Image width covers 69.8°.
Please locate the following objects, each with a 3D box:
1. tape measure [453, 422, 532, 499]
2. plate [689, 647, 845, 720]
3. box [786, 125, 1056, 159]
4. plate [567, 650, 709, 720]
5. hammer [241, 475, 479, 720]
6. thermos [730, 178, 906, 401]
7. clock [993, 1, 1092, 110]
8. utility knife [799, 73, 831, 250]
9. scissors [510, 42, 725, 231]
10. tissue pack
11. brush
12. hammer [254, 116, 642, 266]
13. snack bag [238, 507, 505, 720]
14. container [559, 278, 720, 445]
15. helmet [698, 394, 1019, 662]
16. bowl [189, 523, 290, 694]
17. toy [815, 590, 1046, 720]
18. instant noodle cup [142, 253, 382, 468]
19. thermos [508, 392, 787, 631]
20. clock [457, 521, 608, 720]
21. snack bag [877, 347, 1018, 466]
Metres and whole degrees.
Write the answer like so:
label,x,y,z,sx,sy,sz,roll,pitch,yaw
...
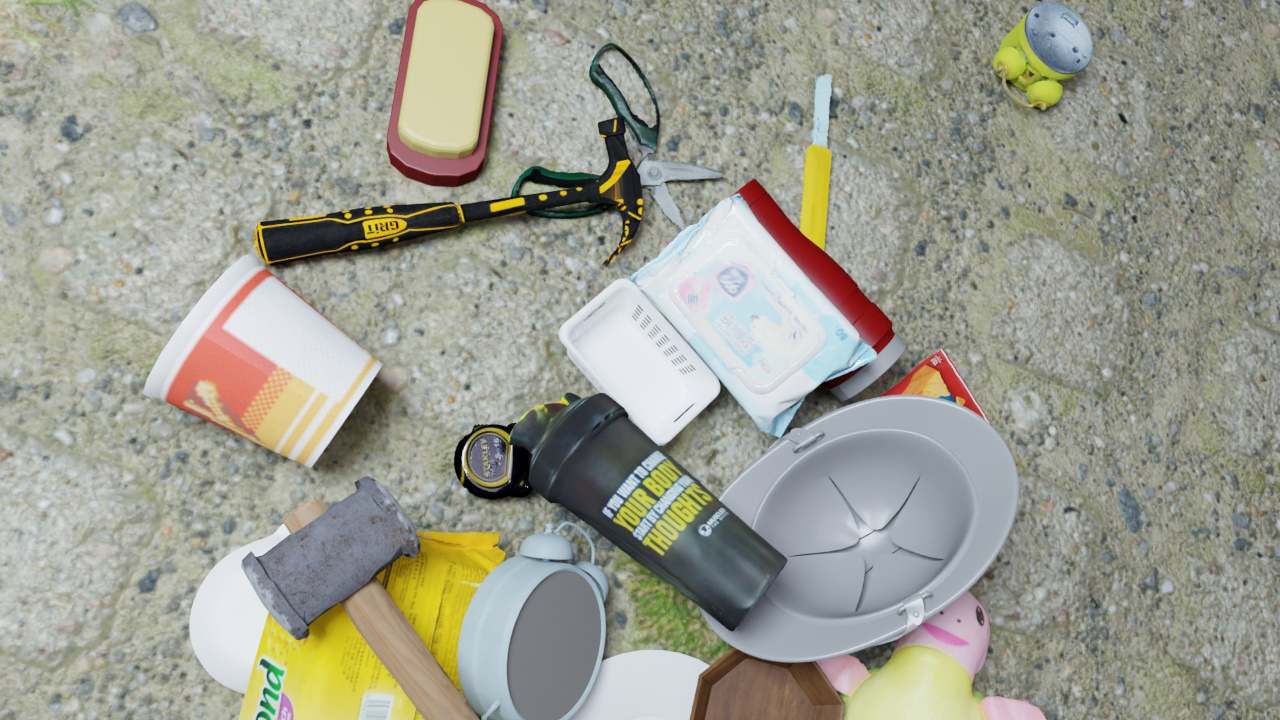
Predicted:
label,x,y,z,sx,sy,sz,roll,pitch,yaw
tape measure,-0.119,0.081,0.737,0.061,0.034,0.061,0,77,-18
plate,0.097,0.288,0.733,0.131,0.025,0.131,3,77,-11
box,0.183,-0.355,0.814,0.214,0.171,0.477,2,40,-14
plate,0.006,0.337,0.725,0.208,0.015,0.208,3,77,-14
hammer,-0.123,0.227,0.587,0.097,0.052,0.328,-36,97,-25
thermos,0.131,-0.054,0.808,0.107,0.084,0.198,-41,89,-20
clock,0.416,-0.316,0.956,0.083,0.057,0.118,36,71,-6
utility knife,0.171,-0.174,0.880,0.030,0.019,0.224,11,80,-18
scissors,-0.022,-0.202,0.837,0.201,0.015,0.204,-3,77,-15
tissue pack,0.092,-0.036,0.746,0.112,0.070,0.182,-41,87,12
brush,-0.167,-0.238,0.790,0.082,0.042,0.173,9,76,-13
hammer,-0.151,-0.119,0.764,0.320,0.036,0.123,-12,106,-14
snack bag,-0.186,0.229,0.639,0.159,0.068,0.247,22,72,-37
container,-0.005,0.005,0.776,0.080,0.050,0.129,-42,91,-19
helmet,0.181,0.150,0.764,0.271,0.118,0.183,-32,58,5
bowl,-0.268,0.186,0.665,0.114,0.051,0.114,3,77,-15
toy,0.230,0.292,0.753,0.190,0.088,0.237,5,60,25
instant noodle cup,-0.268,0.008,0.674,0.121,0.124,0.123,35,71,-13
thermos,0.005,0.110,0.709,0.221,0.098,0.098,37,70,13
clock,-0.072,0.198,0.685,0.122,0.045,0.159,52,51,-43
snack bag,0.254,0.080,0.835,0.144,0.039,0.131,-32,88,-13
